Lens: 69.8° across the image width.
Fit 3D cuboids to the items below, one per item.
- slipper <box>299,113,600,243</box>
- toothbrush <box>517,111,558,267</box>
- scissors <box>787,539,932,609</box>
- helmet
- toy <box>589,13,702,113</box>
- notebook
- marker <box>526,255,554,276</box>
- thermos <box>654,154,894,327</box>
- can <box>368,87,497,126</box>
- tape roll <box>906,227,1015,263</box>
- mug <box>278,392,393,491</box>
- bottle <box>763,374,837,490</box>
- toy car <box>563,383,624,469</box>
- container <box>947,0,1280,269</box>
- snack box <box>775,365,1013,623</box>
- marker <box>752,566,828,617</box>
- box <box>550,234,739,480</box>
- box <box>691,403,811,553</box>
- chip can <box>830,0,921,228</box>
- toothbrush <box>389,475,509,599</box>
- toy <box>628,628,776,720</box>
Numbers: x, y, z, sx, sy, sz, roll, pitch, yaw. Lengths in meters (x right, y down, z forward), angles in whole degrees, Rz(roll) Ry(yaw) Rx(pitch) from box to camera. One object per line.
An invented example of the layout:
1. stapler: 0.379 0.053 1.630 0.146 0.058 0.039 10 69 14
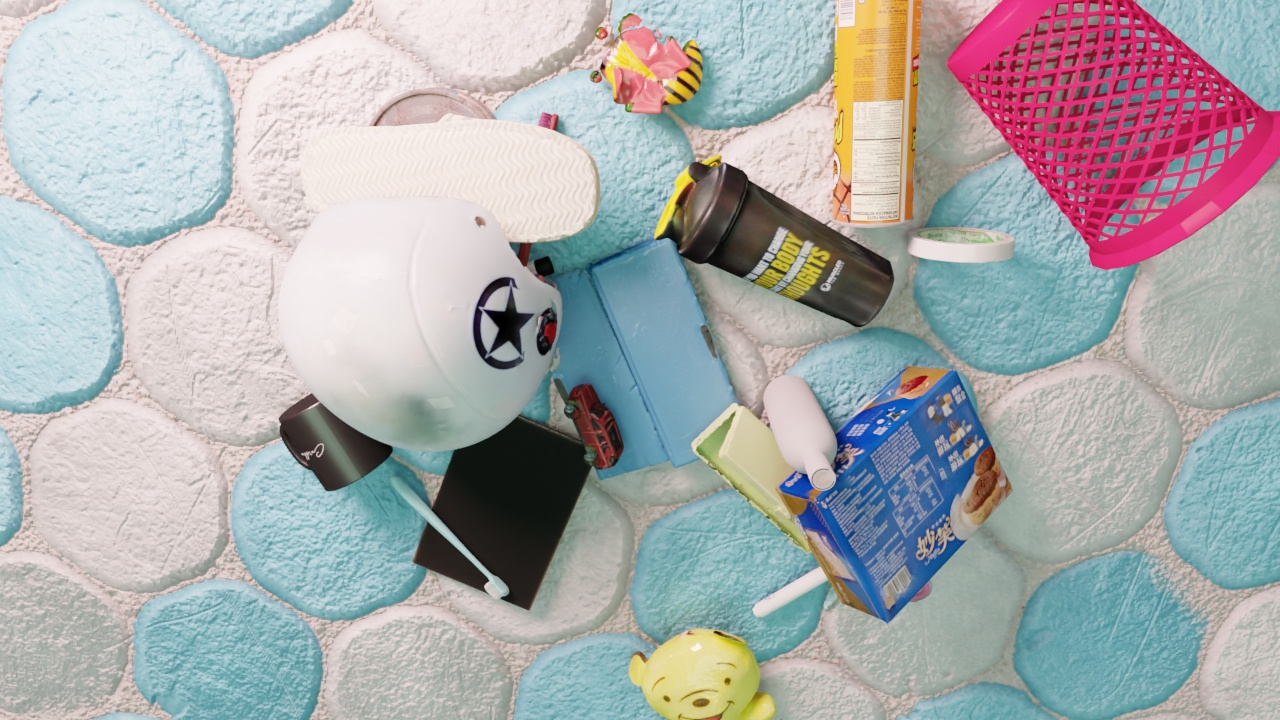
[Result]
1. slipper: -0.169 -0.160 0.816 0.273 0.054 0.114 6 107 7
2. toothbrush: -0.106 -0.141 0.876 0.016 0.016 0.190 14 100 2
3. scissors: 0.247 0.208 1.006 0.170 0.013 0.173 16 110 -1
4. helmet: -0.200 -0.007 0.814 0.237 0.163 0.264 0 140 21
5. toy: 0.007 -0.266 0.834 0.103 0.046 0.084 7 95 -7
6. notebook: -0.147 0.157 0.986 0.141 0.008 0.209 23 107 -1
7. marker: -0.157 -0.071 0.911 0.146 0.019 0.019 -18 107 6
8. thermos: 0.128 -0.109 0.862 0.220 0.098 0.098 24 107 -11
9. can: -0.190 -0.188 0.859 0.130 0.044 0.130 0 108 0
10. tape roll: 0.298 -0.108 0.857 0.094 0.093 0.018 -1 108 0
11. mug: -0.322 0.079 0.939 0.114 0.078 0.088 -17 109 33
12. bottle: 0.154 0.069 0.863 0.052 0.195 0.052 0 108 0
13. toy car: -0.046 0.066 0.923 0.036 0.042 0.091 -15 110 27
14. container: 0.390 -0.223 0.787 0.226 0.183 0.183 43 103 -5
15. snack box: 0.252 0.126 0.898 0.202 0.069 0.155 -38 108 -21
16. marker: 0.179 0.248 1.009 0.134 0.020 0.017 -36 95 18
17. box: -0.006 0.007 0.924 0.177 0.047 0.232 -21 108 8
18. box: 0.143 0.124 0.933 0.188 0.091 0.077 42 78 -18
19. chip can: 0.211 -0.232 0.825 0.075 0.075 0.215 -3 108 1
20. toothbrush: -0.207 0.191 0.988 0.017 0.016 0.180 -36 100 23
21. toy: 0.076 0.390 1.032 0.149 0.084 0.214 -18 105 5
